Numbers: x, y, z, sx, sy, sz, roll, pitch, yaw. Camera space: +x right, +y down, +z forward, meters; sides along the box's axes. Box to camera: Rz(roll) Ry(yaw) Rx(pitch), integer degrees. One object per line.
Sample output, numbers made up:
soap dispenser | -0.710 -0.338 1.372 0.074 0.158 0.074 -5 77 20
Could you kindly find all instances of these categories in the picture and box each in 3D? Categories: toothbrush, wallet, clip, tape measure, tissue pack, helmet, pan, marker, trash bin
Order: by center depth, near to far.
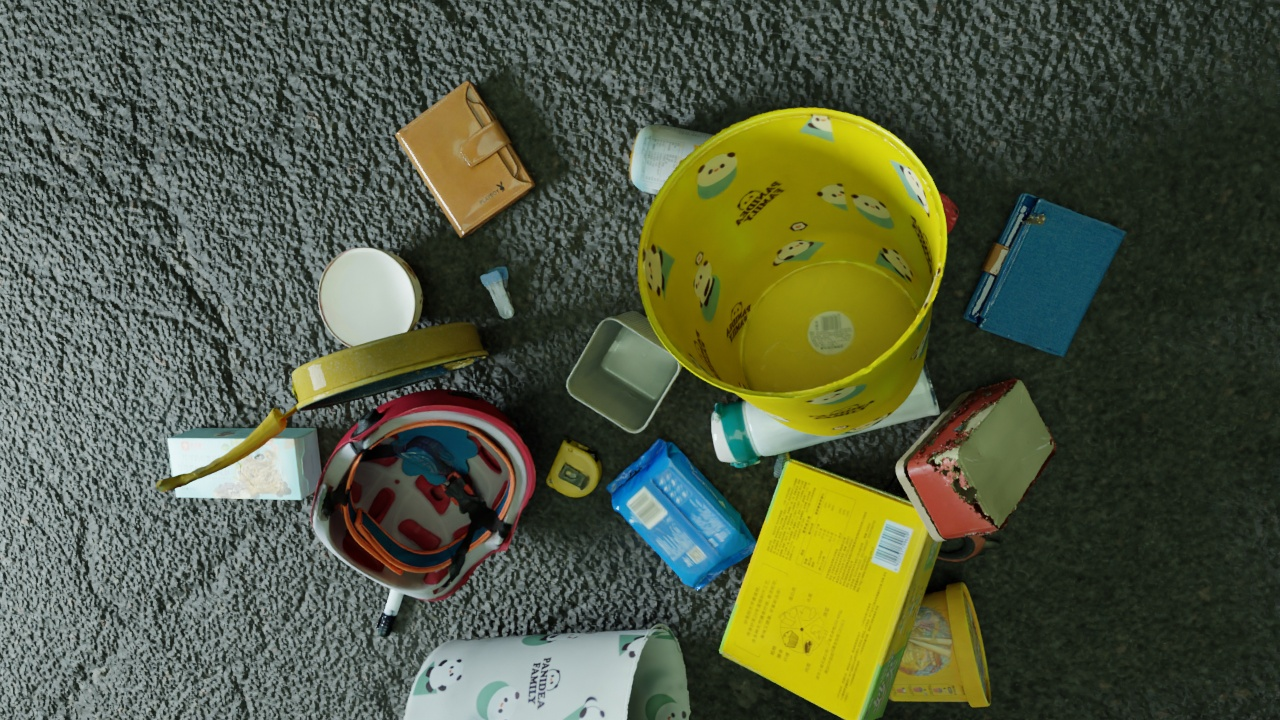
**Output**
trash bin | 0.146 -0.049 0.788 0.230 0.255 0.229 -6 72 19
wallet | 0.381 -0.080 0.872 0.106 0.040 0.133 20 104 -1
pan | -0.328 0.047 0.941 0.357 0.198 0.078 -17 89 -4
wallet | -0.185 -0.213 0.975 0.108 0.031 0.132 -30 94 17
trash bin | -0.097 0.396 0.977 0.252 0.229 0.229 -4 99 18
helmet | -0.224 0.118 0.981 0.240 0.143 0.207 -44 116 12
toothbrush | 0.140 0.188 0.983 0.016 0.018 0.191 16 105 36
tissue pack | 0.045 0.165 0.983 0.095 0.052 0.157 -43 89 18
clip | -0.153 -0.072 0.999 0.027 0.045 0.058 -13 107 11
tape measure | -0.072 0.123 1.013 0.057 0.028 0.060 26 105 6
marker | -0.290 0.272 1.094 0.023 0.018 0.131 24 105 17

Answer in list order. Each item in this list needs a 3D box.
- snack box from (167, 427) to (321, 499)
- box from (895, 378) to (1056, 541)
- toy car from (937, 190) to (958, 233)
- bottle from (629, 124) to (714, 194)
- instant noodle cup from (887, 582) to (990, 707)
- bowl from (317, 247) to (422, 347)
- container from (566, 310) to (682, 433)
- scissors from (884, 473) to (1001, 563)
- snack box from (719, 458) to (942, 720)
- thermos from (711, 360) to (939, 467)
snack box | -0.467 0.121 1.086 0.175 0.051 0.074 -1 101 12
box | 0.317 0.085 0.841 0.080 0.167 0.091 -26 95 47
toy car | 0.257 -0.156 0.889 0.106 0.031 0.049 35 106 2
bottle | 0.086 -0.183 0.901 0.189 0.068 0.068 13 103 9
instant noodle cup | 0.282 0.291 0.927 0.115 0.118 0.118 -14 97 22
bowl | -0.288 -0.070 1.007 0.113 0.062 0.113 2 102 11
container | -0.006 0.005 0.932 0.090 0.114 0.090 32 105 5
scissors | 0.266 0.160 0.953 0.227 0.015 0.189 16 104 8
snack box | 0.188 0.221 0.898 0.158 0.070 0.210 18 87 34
thermos | 0.181 0.053 0.926 0.224 0.073 0.073 -17 96 15
